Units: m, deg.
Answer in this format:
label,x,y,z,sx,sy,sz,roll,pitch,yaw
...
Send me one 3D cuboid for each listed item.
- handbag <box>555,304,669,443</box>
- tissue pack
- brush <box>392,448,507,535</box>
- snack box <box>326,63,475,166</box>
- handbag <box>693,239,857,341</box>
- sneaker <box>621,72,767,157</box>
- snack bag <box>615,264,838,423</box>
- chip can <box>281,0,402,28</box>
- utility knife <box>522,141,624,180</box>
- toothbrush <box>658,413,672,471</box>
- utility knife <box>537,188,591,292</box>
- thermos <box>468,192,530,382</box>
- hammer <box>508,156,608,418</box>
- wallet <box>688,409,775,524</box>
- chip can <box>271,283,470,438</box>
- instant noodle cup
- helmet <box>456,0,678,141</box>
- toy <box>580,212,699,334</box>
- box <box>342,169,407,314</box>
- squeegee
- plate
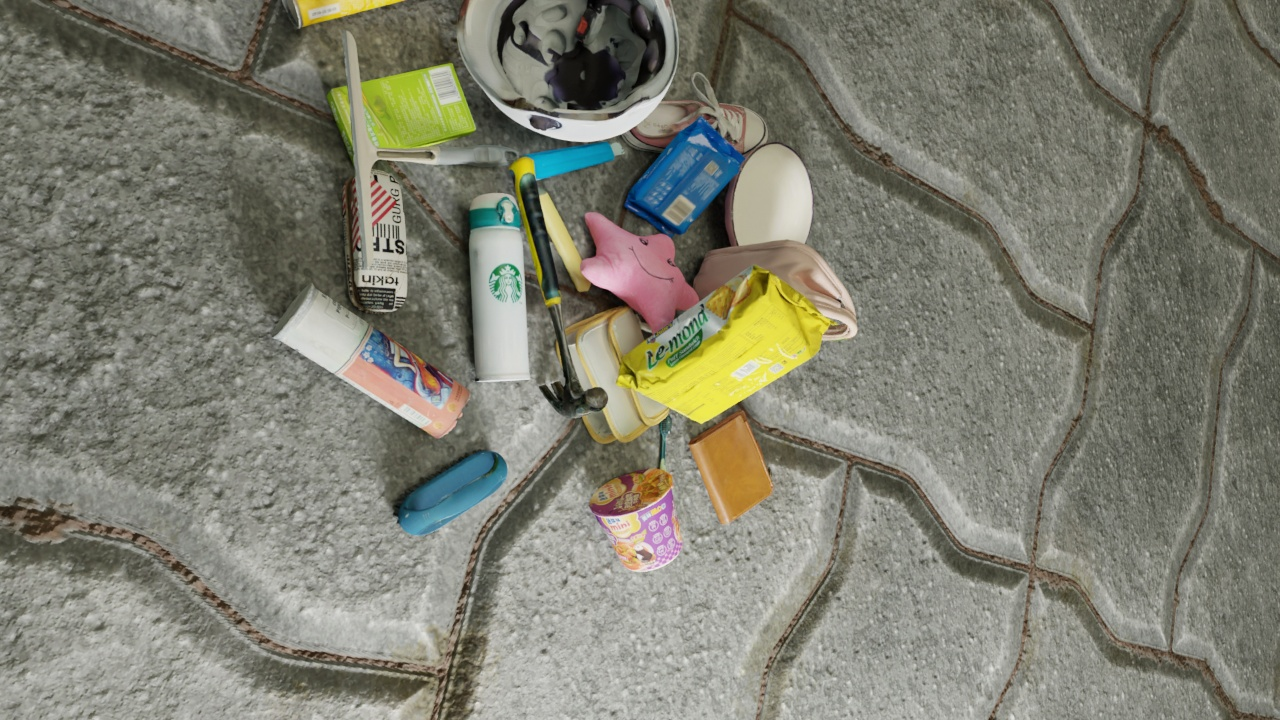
label,x,y,z,sx,sy,sz,roll,pitch,yaw
handbag,-0.007,0.007,1.213,0.178,0.063,0.163,-29,104,-34
tissue pack,0.059,-0.244,1.234,0.095,0.052,0.157,33,113,-26
brush,-0.214,0.153,1.063,0.143,0.074,0.055,-32,108,-30
snack box,-0.278,-0.290,1.077,0.156,0.026,0.086,-26,101,-31
handbag,0.207,-0.079,1.284,0.234,0.194,0.093,24,76,-39
sneaker,0.090,-0.326,1.273,0.240,0.088,0.118,-2,88,-31
snack bag,0.109,-0.010,1.144,0.158,0.247,0.068,29,36,-43
chip can,-0.294,-0.434,1.030,0.213,0.072,0.072,-25,100,-20
utility knife,-0.087,-0.264,1.201,0.165,0.018,0.034,-20,111,-32
toothbrush,0.031,0.165,1.249,0.016,0.018,0.191,6,84,-32
utility knife,-0.104,-0.156,1.185,0.030,0.018,0.151,-33,102,-25
thermos,-0.170,-0.087,1.105,0.073,0.073,0.224,-2,88,-32
hammer,-0.113,-0.087,1.126,0.031,0.126,0.323,-12,86,-31
wallet,0.138,0.148,1.306,0.118,0.035,0.131,-30,104,-30
chip can,-0.295,0.005,1.023,0.214,0.071,0.071,38,69,-25
instant noodle cup,0.001,0.209,1.180,0.111,0.112,0.099,-29,110,-30
helmet,-0.084,-0.368,1.125,0.258,0.146,0.228,1,77,1
toy,-0.002,-0.125,1.208,0.194,0.075,0.178,41,41,-8
box,-0.297,-0.135,1.036,0.074,0.064,0.164,-6,90,-17
squeegee,-0.240,-0.239,1.064,0.245,0.039,0.246,-15,106,-50
plate,0.181,-0.219,1.334,0.192,0.039,0.192,-10,104,-44
